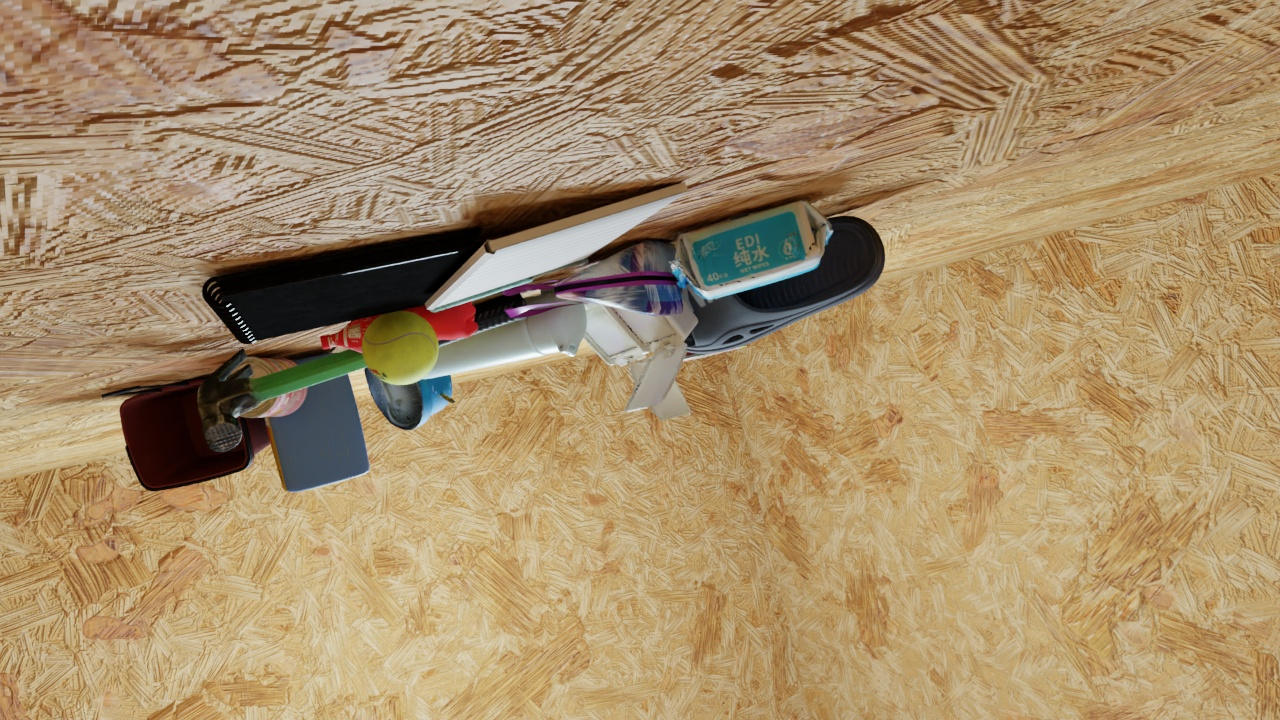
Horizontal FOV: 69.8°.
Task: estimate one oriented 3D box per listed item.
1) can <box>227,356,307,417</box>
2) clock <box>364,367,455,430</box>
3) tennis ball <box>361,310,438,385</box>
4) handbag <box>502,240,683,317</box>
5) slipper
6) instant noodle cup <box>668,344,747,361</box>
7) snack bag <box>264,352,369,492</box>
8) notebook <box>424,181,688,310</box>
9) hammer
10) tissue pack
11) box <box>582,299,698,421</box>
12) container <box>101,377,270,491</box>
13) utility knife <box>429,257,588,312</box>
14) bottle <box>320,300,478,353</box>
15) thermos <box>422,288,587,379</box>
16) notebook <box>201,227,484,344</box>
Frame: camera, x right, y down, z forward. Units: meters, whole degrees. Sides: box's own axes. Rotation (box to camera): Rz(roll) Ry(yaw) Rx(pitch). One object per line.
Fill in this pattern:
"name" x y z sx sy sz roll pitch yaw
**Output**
"can" -0.411 0.029 1.007 0.067 0.067 0.076 -13 178 2
"clock" -0.304 0.028 1.172 0.162 0.117 0.060 -13 -168 47
"tennis ball" -0.210 -0.011 0.804 0.065 0.065 0.065 -13 179 0
"handbag" -0.052 -0.067 0.872 0.170 0.068 0.144 -7 -179 24
"slipper" 0.120 -0.079 0.966 0.269 0.110 0.083 -17 175 22
"instant noodle cup" 0.062 -0.058 1.080 0.100 0.112 0.100 -14 180 0
"snack bag" -0.420 0.080 1.156 0.102 0.159 0.206 -14 -179 -27
"notebook" -0.071 -0.078 0.665 0.142 0.009 0.210 -21 -178 -23
"hammer" -0.262 -0.008 0.892 0.318 0.032 0.130 -20 -147 -18
"tissue pack" 0.097 -0.097 0.816 0.144 0.061 0.093 -16 177 8
"box" -0.008 -0.004 0.992 0.100 0.186 0.145 -36 -171 -39
"container" -0.531 0.081 1.076 0.148 0.127 0.200 -13 -174 5
"utility knife" -0.118 -0.071 0.815 0.158 0.015 0.022 -15 -143 19
"bottle" -0.224 -0.031 0.854 0.141 0.042 0.042 -12 179 -15
"thermos" -0.158 -0.028 1.001 0.207 0.077 0.065 -11 164 22
"notebook" -0.214 -0.049 0.666 0.169 0.019 0.232 -14 179 -19
